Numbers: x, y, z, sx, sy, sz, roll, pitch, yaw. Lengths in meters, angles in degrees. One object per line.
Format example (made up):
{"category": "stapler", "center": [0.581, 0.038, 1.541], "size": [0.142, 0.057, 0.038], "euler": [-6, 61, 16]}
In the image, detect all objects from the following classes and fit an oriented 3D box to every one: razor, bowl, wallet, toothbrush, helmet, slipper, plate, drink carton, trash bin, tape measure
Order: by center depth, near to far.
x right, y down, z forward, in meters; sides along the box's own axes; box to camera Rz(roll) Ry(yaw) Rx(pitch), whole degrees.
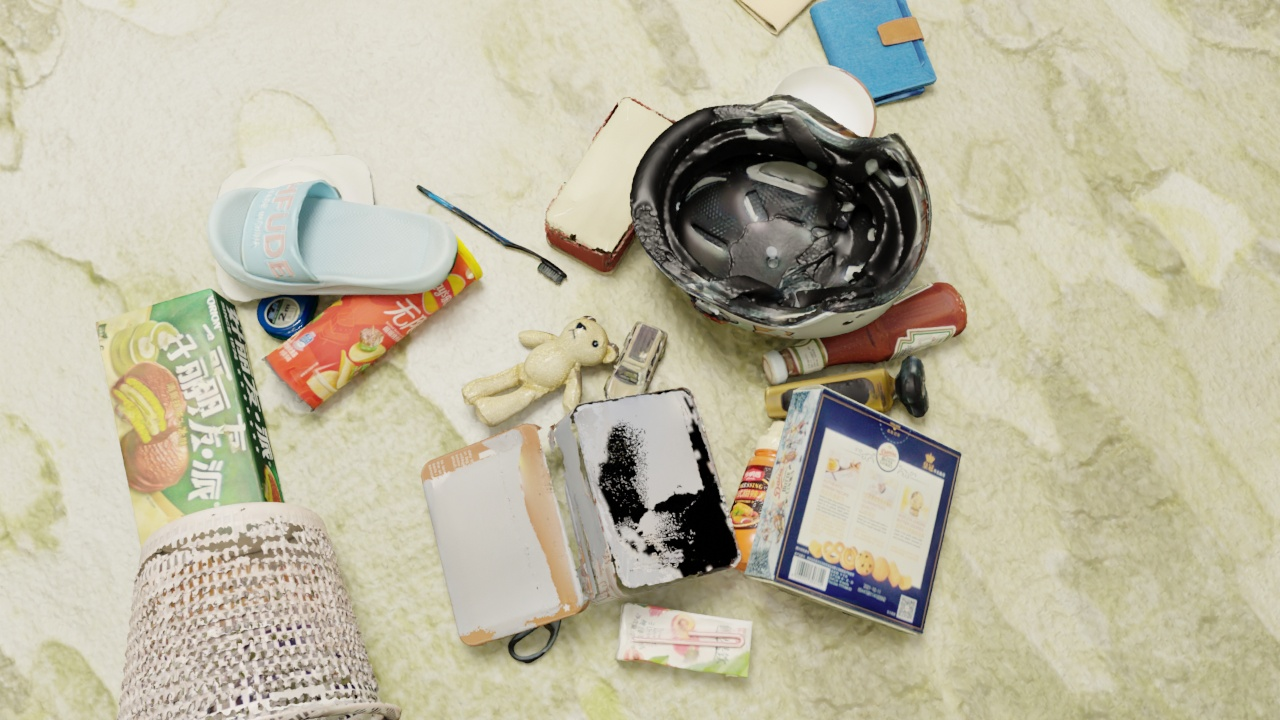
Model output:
{"category": "trash bin", "center": [-0.330, 0.233, 0.767], "size": [0.227, 0.228, 0.192], "euler": [-15, 64, -6]}
{"category": "drink carton", "center": [0.040, 0.258, 0.846], "size": [0.122, 0.045, 0.053], "euler": [8, 74, 0]}
{"category": "slipper", "center": [-0.293, -0.116, 0.854], "size": [0.245, 0.074, 0.103], "euler": [7, 68, 7]}
{"category": "helmet", "center": [0.136, -0.120, 0.891], "size": [0.274, 0.157, 0.229], "euler": [14, 73, 16]}
{"category": "razor", "center": [0.202, 0.033, 0.897], "size": [0.167, 0.067, 0.062], "euler": [-6, 88, -5]}
{"category": "tape measure", "center": [-0.354, -0.047, 0.920], "size": [0.054, 0.025, 0.058], "euler": [9, 66, 6]}
{"category": "plate", "center": [-0.354, -0.145, 0.930], "size": [0.164, 0.034, 0.163], "euler": [-10, 67, -4]}
{"category": "toothbrush", "center": [-0.158, -0.132, 0.956], "size": [0.189, 0.014, 0.016], "euler": [32, 100, 7]}
{"category": "bowl", "center": [0.186, -0.247, 0.972], "size": [0.113, 0.062, 0.113], "euler": [0, 74, -2]}
{"category": "wallet", "center": [0.257, -0.348, 1.015], "size": [0.106, 0.040, 0.133], "euler": [-15, 77, -1]}
{"category": "wallet", "center": [0.161, -0.434, 1.040], "size": [0.087, 0.024, 0.115], "euler": [43, 79, 10]}

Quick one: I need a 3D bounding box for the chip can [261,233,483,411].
{"category": "chip can", "center": [-0.260, -0.045, 0.901], "size": [0.216, 0.073, 0.073], "euler": [-40, 80, -10]}

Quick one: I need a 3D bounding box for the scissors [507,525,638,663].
{"category": "scissors", "center": [-0.058, 0.220, 0.872], "size": [0.174, 0.014, 0.135], "euler": [-4, 75, -6]}

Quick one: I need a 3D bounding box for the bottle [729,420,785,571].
{"category": "bottle", "center": [0.121, 0.127, 0.878], "size": [0.067, 0.067, 0.149], "euler": [15, 68, 2]}

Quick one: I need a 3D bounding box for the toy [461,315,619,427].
{"category": "toy", "center": [-0.099, 0.008, 0.895], "size": [0.157, 0.066, 0.105], "euler": [-31, 61, -17]}

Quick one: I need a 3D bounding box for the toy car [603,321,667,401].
{"category": "toy car", "center": [-0.005, 0.005, 0.915], "size": [0.042, 0.035, 0.090], "euler": [23, 78, 5]}

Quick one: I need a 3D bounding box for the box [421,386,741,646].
{"category": "box", "center": [-0.058, 0.139, 0.835], "size": [0.273, 0.126, 0.178], "euler": [-15, 75, -5]}

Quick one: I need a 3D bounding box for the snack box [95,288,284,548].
{"category": "snack box", "center": [-0.424, 0.061, 0.870], "size": [0.114, 0.063, 0.240], "euler": [-17, 77, -5]}

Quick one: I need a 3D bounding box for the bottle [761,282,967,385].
{"category": "bottle", "center": [0.222, -0.023, 0.920], "size": [0.206, 0.060, 0.059], "euler": [-18, 77, -6]}

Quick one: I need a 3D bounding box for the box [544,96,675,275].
{"category": "box", "center": [-0.026, -0.182, 0.939], "size": [0.091, 0.080, 0.168], "euler": [29, 76, 5]}

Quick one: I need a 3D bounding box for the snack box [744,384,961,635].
{"category": "snack box", "center": [0.201, 0.140, 0.847], "size": [0.178, 0.046, 0.182], "euler": [24, 73, -23]}
